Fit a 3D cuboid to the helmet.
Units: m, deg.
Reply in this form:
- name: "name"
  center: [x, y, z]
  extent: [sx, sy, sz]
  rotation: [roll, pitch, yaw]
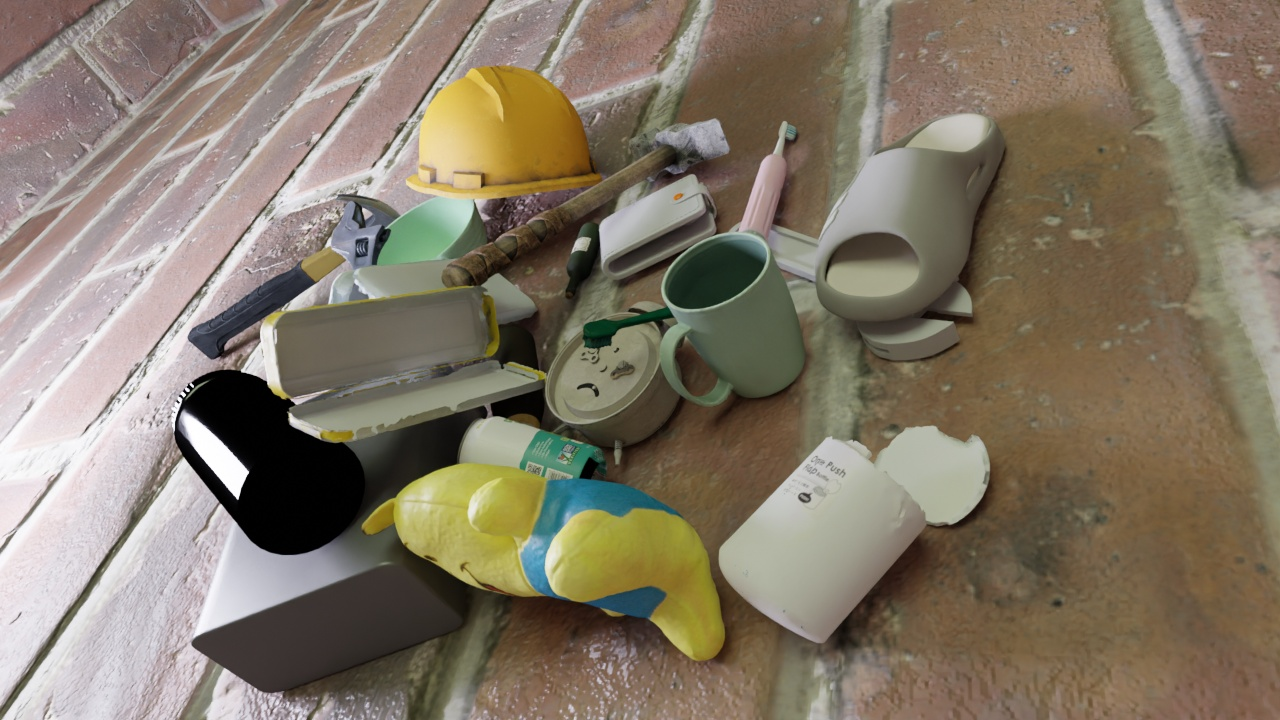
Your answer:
- name: "helmet"
  center: [-0.157, -0.258, 1.017]
  extent: [0.204, 0.131, 0.256]
  rotation: [-14, 21, -33]

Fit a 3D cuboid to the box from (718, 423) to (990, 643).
- name: "box"
  center: [0.125, 0.083, 0.528]
  extent: [0.166, 0.092, 0.083]
  rotation: [-47, 34, -4]

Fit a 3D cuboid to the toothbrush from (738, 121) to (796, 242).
- name: "toothbrush"
  center: [0.120, -0.166, 0.845]
  extent: [0.027, 0.026, 0.221]
  rotation: [-59, 6, 44]

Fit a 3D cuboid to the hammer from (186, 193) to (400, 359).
- name: "hammer"
  center: [-0.426, -0.097, 1.130]
  extent: [0.334, 0.118, 0.025]
  rotation: [-28, 34, 16]

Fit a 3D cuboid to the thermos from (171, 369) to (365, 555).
- name: "thermos"
  center: [-0.288, 0.064, 0.686]
  extent: [0.086, 0.086, 0.199]
  rotation: [-47, 40, -18]

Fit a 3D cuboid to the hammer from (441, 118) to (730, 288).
- name: "hammer"
  center: [-0.053, -0.150, 0.874]
  extent: [0.317, 0.049, 0.122]
  rotation: [-36, 23, -29]

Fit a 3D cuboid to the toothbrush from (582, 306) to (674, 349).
- name: "toothbrush"
  center: [0.036, -0.037, 0.705]
  extent: [0.189, 0.017, 0.016]
  rotation: [-15, 51, -32]

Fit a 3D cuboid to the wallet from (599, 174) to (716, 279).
- name: "wallet"
  center: [0.015, -0.137, 0.895]
  extent: [0.118, 0.037, 0.115]
  rotation: [-25, 32, 12]

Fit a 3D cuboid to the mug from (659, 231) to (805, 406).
- name: "mug"
  center: [0.063, -0.018, 0.665]
  extent: [0.111, 0.104, 0.084]
  rotation: [-44, 38, -15]

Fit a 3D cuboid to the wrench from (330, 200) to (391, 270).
- name: "wrench"
  center: [-0.272, -0.051, 0.923]
  extent: [0.073, 0.022, 0.273]
  rotation: [-27, 64, 22]

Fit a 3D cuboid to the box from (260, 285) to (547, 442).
- name: "box"
  center: [-0.171, 0.003, 0.685]
  extent: [0.117, 0.209, 0.057]
  rotation: [54, 125, 16]

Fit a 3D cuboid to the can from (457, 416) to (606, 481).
- name: "can"
  center: [-0.079, 0.078, 0.675]
  extent: [0.102, 0.055, 0.054]
  rotation: [16, 54, 16]

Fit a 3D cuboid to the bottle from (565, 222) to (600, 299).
- name: "bottle"
  center: [-0.059, -0.098, 0.914]
  extent: [0.025, 0.025, 0.105]
  rotation: [-12, 41, 26]

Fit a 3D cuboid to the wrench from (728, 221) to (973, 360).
- name: "wrench"
  center: [0.148, -0.067, 0.732]
  extent: [0.086, 0.018, 0.273]
  rotation: [-42, 36, -12]

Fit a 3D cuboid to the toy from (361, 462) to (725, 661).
- name: "toy"
  center: [-0.059, 0.112, 0.573]
  extent: [0.214, 0.149, 0.083]
  rotation: [2, 60, 43]

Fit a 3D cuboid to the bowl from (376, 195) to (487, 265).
- name: "bowl"
  center: [-0.227, -0.109, 1.008]
  extent: [0.151, 0.077, 0.150]
  rotation: [-20, 38, 17]

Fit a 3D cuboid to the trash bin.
- name: "trash bin"
  center: [-0.229, 0.122, 0.731]
  extent: [0.192, 0.097, 0.219]
  rotation: [-23, 39, 14]

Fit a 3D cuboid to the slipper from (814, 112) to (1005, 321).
- name: "slipper"
  center: [0.205, -0.137, 0.694]
  extent: [0.113, 0.081, 0.265]
  rotation: [7, 43, 37]

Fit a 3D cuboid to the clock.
- name: "clock"
  center: [-0.004, 0.004, 0.729]
  extent: [0.103, 0.061, 0.156]
  rotation: [19, 68, 44]

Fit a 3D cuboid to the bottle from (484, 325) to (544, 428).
- name: "bottle"
  center: [-0.101, 0.047, 0.765]
  extent: [0.045, 0.045, 0.184]
  rotation: [-26, 44, 10]

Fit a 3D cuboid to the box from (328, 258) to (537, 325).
- name: "box"
  center: [-0.178, -0.037, 0.838]
  extent: [0.127, 0.106, 0.214]
  rotation: [14, 15, 14]
